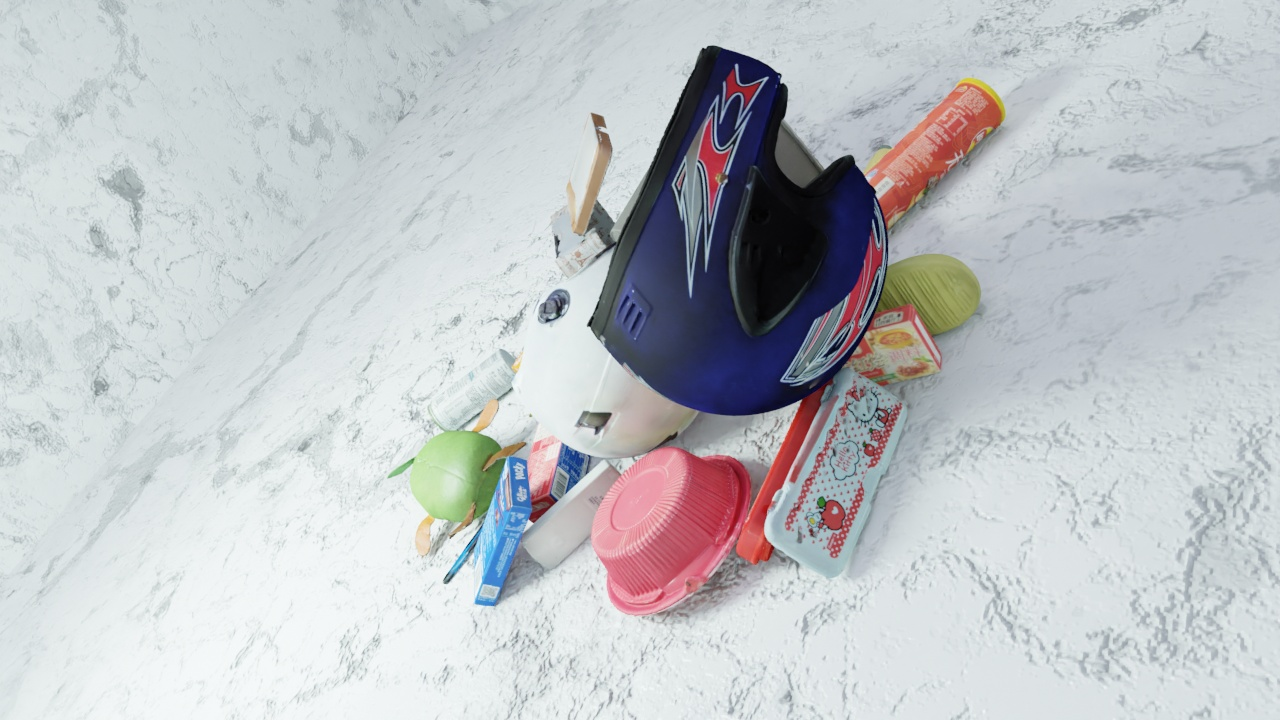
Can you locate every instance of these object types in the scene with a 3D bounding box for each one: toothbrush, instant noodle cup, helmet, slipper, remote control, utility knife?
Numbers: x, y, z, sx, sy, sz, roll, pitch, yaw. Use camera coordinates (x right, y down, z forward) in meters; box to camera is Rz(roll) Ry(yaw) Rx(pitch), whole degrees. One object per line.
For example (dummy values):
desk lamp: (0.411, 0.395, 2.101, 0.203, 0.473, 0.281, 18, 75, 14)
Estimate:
toothbrush: (-0.191, 0.206, 1.169, 0.014, 0.016, 0.189, 17, 65, 45)
instant noodle cup: (0.017, 0.156, 0.920, 0.194, 0.066, 0.193, -39, 23, 20)
helmet: (-0.006, 0.006, 1.017, 0.259, 0.228, 0.146, -55, 43, 16)
slipper: (0.254, -0.068, 0.953, 0.191, 0.091, 0.081, -20, 34, 36)
remote control: (-0.071, 0.174, 1.031, 0.135, 0.056, 0.019, -43, 30, -2)
helmet: (0.105, -0.102, 0.842, 0.247, 0.240, 0.315, 166, 126, -85)
utility knife: (0.277, -0.217, 1.181, 0.194, 0.020, 0.031, -49, 26, -26)

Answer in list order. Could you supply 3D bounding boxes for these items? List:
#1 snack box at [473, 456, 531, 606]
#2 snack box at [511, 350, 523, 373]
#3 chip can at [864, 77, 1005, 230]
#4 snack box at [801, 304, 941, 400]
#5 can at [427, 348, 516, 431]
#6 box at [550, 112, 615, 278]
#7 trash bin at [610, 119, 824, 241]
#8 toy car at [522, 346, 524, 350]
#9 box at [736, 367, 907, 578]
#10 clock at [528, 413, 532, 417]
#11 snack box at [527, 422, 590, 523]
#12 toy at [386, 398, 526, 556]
snack box: (-0.159, 0.196, 1.046, 0.084, 0.026, 0.157, -105, 33, -54)
snack box: (-0.112, -0.041, 1.268, 0.075, 0.026, 0.153, -5, 46, 45)
chip can: (0.336, -0.240, 1.096, 0.216, 0.073, 0.073, -44, 31, -5)
snack box: (0.215, -0.004, 0.923, 0.153, 0.075, 0.025, -16, 38, 35)
can: (-0.249, 0.046, 1.388, 0.147, 0.058, 0.058, -37, 31, 7)
box: (-0.072, -0.211, 1.352, 0.130, 0.273, 0.179, -9, 33, -2)
trash bin: (0.099, -0.201, 1.208, 0.219, 0.198, 0.199, -55, 31, -9)
toy car: (-0.133, -0.049, 1.390, 0.121, 0.037, 0.054, -50, 30, 6)
box: (0.174, 0.107, 0.855, 0.101, 0.095, 0.201, 24, 60, 12)
clock: (-0.099, 0.005, 1.277, 0.161, 0.056, 0.116, -34, 32, 12)
snack box: (-0.097, 0.110, 1.142, 0.058, 0.057, 0.207, -25, 34, 28)
toy: (-0.241, 0.153, 1.215, 0.247, 0.090, 0.226, 8, 66, 56)
